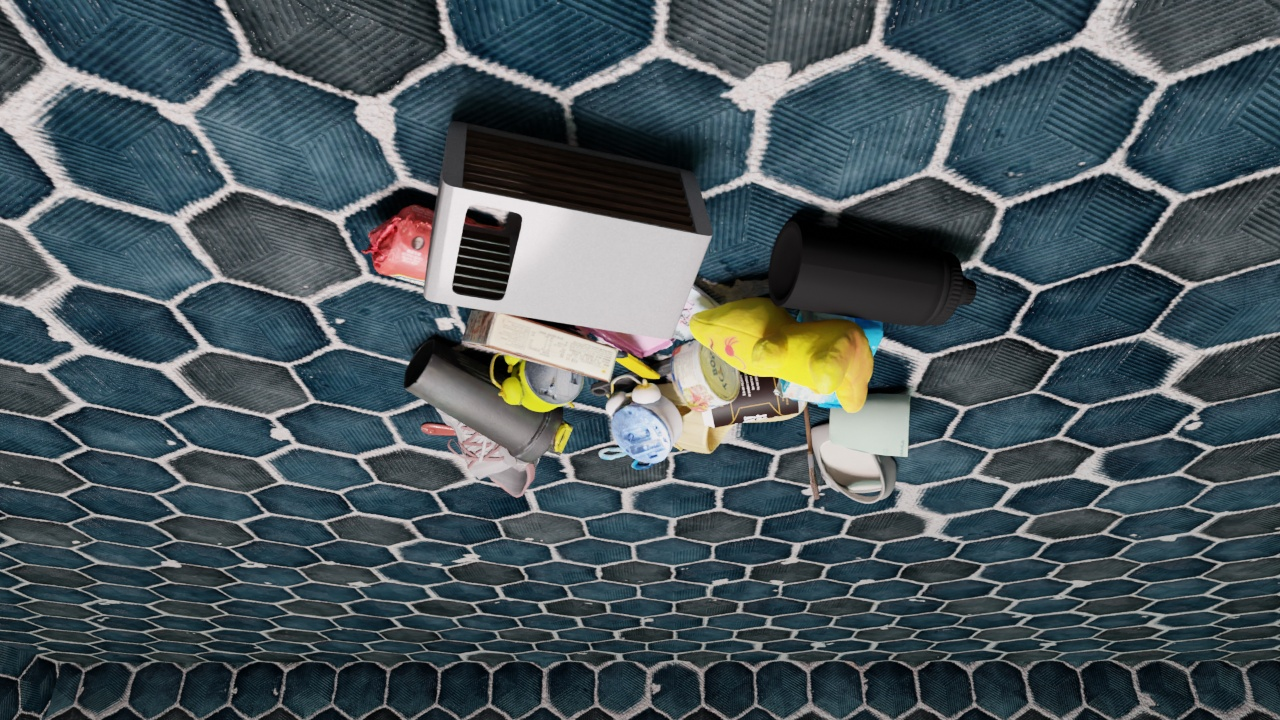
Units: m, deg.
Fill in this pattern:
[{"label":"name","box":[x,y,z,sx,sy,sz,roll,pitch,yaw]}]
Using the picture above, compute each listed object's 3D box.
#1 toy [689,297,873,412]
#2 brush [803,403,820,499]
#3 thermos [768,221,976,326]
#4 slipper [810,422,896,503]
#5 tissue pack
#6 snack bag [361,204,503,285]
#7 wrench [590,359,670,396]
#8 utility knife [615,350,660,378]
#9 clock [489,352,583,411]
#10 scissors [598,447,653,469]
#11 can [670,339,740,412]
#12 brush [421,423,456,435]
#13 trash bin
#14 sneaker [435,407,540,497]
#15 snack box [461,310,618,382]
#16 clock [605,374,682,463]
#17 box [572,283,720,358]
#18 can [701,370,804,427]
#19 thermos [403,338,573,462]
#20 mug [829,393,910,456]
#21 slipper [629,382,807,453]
[{"label":"toy","box":[0.153,-0.018,0.980,0.194,0.087,0.134,21,180,44]},{"label":"brush","box":[0.230,0.115,1.241,0.008,0.142,0.045,-9,141,13]},{"label":"thermos","box":[0.240,-0.084,0.939,0.198,0.086,0.086,7,150,-13]},{"label":"slipper","box":[0.331,0.175,1.413,0.113,0.080,0.266,-14,148,18]},{"label":"tissue pack","box":[0.218,-0.006,1.081,0.093,0.061,0.145,6,127,-11]},{"label":"snack bag","box":[-0.182,-0.106,0.923,0.176,0.082,0.083,16,147,-27]},{"label":"wrench","box":[0.043,0.006,1.177,0.274,0.018,0.073,-19,145,33]},{"label":"utility knife","box":[-0.007,0.007,1.114,0.030,0.017,0.159,12,170,20]},{"label":"clock","box":[-0.129,0.018,1.136,0.119,0.083,0.057,15,155,-28]},{"label":"scissors","box":[0.010,0.145,1.435,0.140,0.013,0.117,-19,145,28]},{"label":"can","box":[0.078,0.015,1.087,0.043,0.086,0.086,-21,145,37]},{"label":"brush","box":[-0.240,0.116,1.366,0.172,0.030,0.041,5,151,-7]},{"label":"trash bin","box":[-0.068,-0.115,0.824,0.228,0.114,0.115,9,129,-15]},{"label":"sneaker","box":[-0.213,0.111,1.265,0.099,0.089,0.236,-19,137,19]},{"label":"snack box","box":[-0.116,-0.018,1.037,0.143,0.041,0.147,17,177,-21]},{"label":"clock","box":[0.003,0.074,1.206,0.089,0.051,0.125,-19,106,41]},{"label":"box","box":[-0.014,-0.068,1.027,0.153,0.037,0.201,-23,143,32]},{"label":"can","box":[0.140,0.042,1.169,0.128,0.071,0.072,-11,150,4]},{"label":"thermos","box":[-0.190,0.055,1.173,0.220,0.098,0.098,33,138,-28]},{"label":"mug","box":[0.317,0.086,1.264,0.104,0.084,0.111,2,-179,17]},{"label":"slipper","box":[0.096,0.079,1.248,0.262,0.079,0.111,-6,147,11]}]
